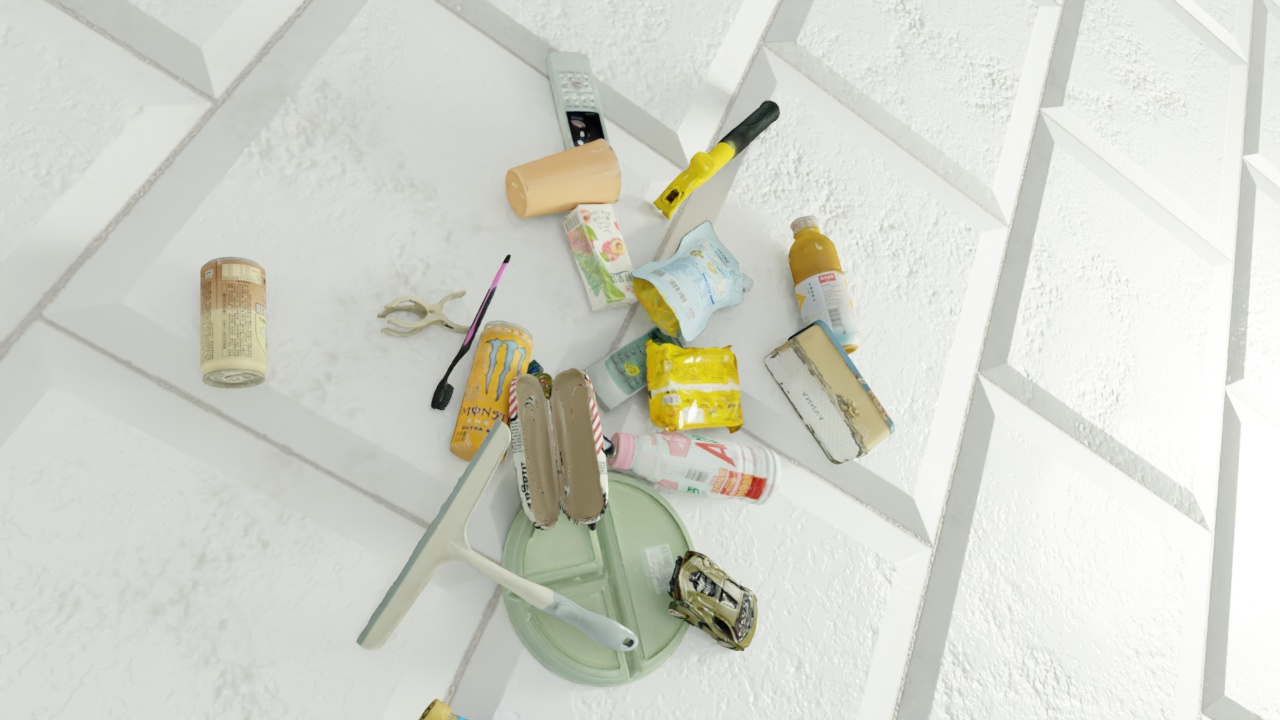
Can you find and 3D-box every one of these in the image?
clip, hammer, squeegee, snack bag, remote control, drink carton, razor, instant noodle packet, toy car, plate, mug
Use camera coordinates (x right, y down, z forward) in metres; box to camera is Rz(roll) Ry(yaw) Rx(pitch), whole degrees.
[{"bbox_3d":[-0.226,-0.050,0.975,0.100,0.035,0.072,-6,74,-33],"label":"clip"},{"bbox_3d":[0.109,-0.271,1.191,0.033,0.129,0.299,46,47,-3],"label":"hammer"},{"bbox_3d":[-0.099,0.225,0.884,0.246,0.039,0.246,34,85,-16],"label":"squeegee"},{"bbox_3d":[0.068,-0.098,1.123,0.110,0.039,0.190,46,42,5],"label":"snack bag"},{"bbox_3d":[-0.077,-0.321,1.155,0.058,0.021,0.150,-7,74,-28],"label":"remote control"},{"bbox_3d":[-0.047,-0.121,1.083,0.053,0.046,0.122,-12,79,-43],"label":"drink carton"},{"bbox_3d":[-0.080,0.054,0.993,0.143,0.022,0.042,42,66,13],"label":"razor"},{"bbox_3d":[0.061,0.031,1.069,0.128,0.044,0.110,3,75,-37],"label":"instant noodle packet"},{"bbox_3d":[-0.006,0.006,1.072,0.134,0.019,0.056,-32,88,-32],"label":"remote control"},{"bbox_3d":[0.084,0.261,0.991,0.158,0.042,0.070,41,55,-35],"label":"toy car"},{"bbox_3d":[-0.035,0.225,0.974,0.230,0.028,0.230,9,69,-24],"label":"plate"},{"bbox_3d":[-0.092,-0.209,1.080,0.122,0.078,0.078,-20,81,-25],"label":"mug"}]

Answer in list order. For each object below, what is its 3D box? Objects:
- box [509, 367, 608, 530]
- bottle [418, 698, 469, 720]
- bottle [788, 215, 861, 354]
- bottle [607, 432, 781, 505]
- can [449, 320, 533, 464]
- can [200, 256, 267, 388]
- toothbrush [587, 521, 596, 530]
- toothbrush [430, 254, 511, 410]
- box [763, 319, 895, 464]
[{"bbox_3d":[-0.089,0.089,0.934,0.086,0.076,0.162,1,76,-44],"label":"box"},{"bbox_3d":[-0.113,0.390,0.853,0.218,0.065,0.065,41,59,-8],"label":"bottle"},{"bbox_3d":[0.236,-0.097,1.203,0.068,0.068,0.189,-4,73,-28],"label":"bottle"},{"bbox_3d":[0.060,0.117,1.041,0.196,0.068,0.068,12,67,-18],"label":"bottle"},{"bbox_3d":[-0.155,0.034,0.965,0.058,0.058,0.145,20,64,-19],"label":"can"},{"bbox_3d":[-0.387,-0.036,0.873,0.058,0.059,0.116,1,71,-26],"label":"can"},{"bbox_3d":[-0.066,0.094,0.993,0.014,0.016,0.189,-1,60,-19],"label":"toothbrush"},{"bbox_3d":[-0.177,-0.031,0.982,0.018,0.014,0.189,39,68,-43],"label":"toothbrush"},{"bbox_3d":[0.229,0.036,1.139,0.062,0.090,0.184,-30,88,-26],"label":"box"}]
